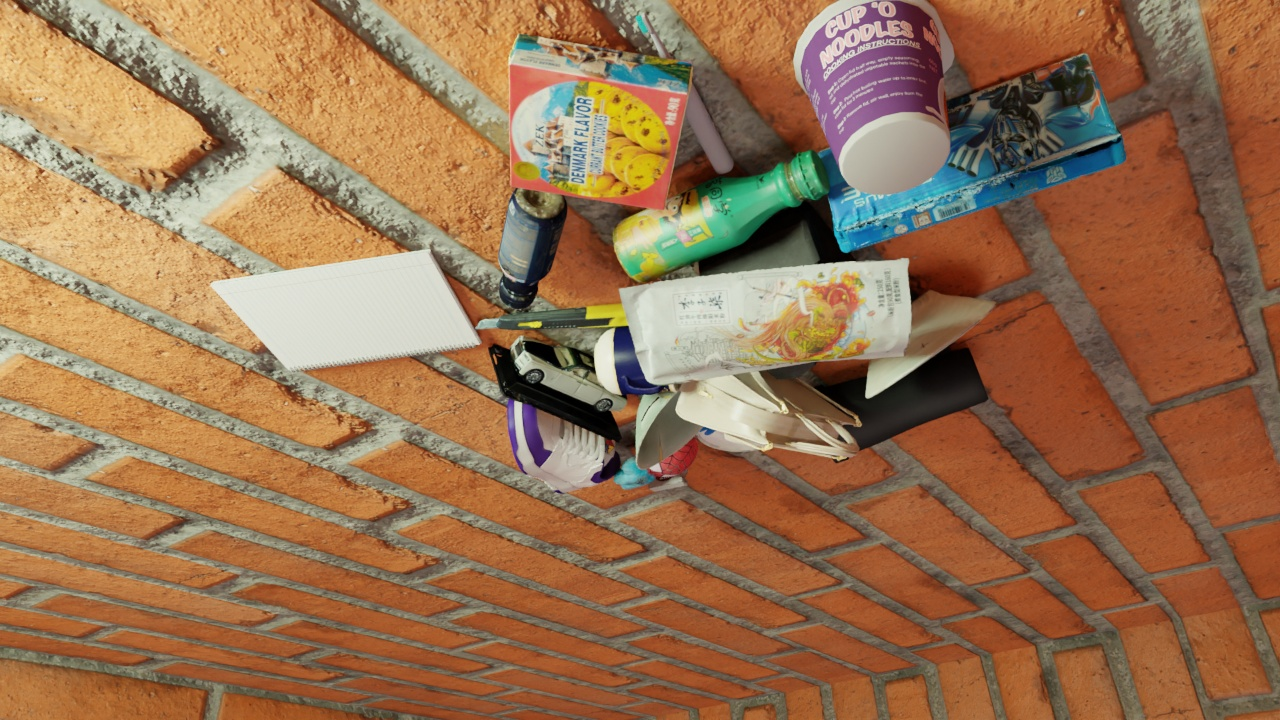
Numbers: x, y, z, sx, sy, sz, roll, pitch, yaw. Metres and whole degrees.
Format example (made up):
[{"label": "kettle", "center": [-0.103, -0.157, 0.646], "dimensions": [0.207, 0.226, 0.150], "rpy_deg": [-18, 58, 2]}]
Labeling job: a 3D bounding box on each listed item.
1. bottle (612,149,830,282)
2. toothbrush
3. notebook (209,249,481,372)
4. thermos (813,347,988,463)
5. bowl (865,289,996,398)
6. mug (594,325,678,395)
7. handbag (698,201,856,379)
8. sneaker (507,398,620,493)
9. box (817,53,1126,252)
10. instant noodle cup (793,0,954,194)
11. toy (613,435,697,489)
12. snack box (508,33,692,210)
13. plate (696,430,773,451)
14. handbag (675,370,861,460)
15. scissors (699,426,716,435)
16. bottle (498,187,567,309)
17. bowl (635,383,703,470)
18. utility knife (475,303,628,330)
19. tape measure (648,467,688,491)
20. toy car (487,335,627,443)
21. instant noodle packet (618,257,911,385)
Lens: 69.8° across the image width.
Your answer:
[{"label": "bottle", "center": [0.076, -0.139, 0.871], "dimensions": [0.210, 0.068, 0.068], "rpy_deg": [-20, 145, 29]}, {"label": "toothbrush", "center": [0.040, -0.224, 0.782], "dimensions": [0.019, 0.018, 0.188], "rpy_deg": [-11, 148, 22]}, {"label": "notebook", "center": [-0.324, -0.051, 1.041], "dimensions": [0.246, 0.013, 0.178], "rpy_deg": [-7, 146, 7]}, {"label": "thermos", "center": [0.329, 0.054, 1.191], "dimensions": [0.219, 0.105, 0.106], "rpy_deg": [-21, 145, 18]}, {"label": "bowl", "center": [0.311, -0.032, 1.042], "dimensions": [0.176, 0.058, 0.177], "rpy_deg": [-37, 174, -5]}, {"label": "mug", "center": [-0.006, 0.006, 1.070], "dimensions": [0.089, 0.111, 0.086], "rpy_deg": [-5, 125, 8]}, {"label": "handbag", "center": [0.135, -0.052, 0.991], "dimensions": [0.200, 0.102, 0.197], "rpy_deg": [-22, 144, 28]}, {"label": "sneaker", "center": [-0.097, 0.116, 1.261], "dimensions": [0.111, 0.091, 0.244], "rpy_deg": [-12, 151, 12]}, {"label": "box", "center": [0.283, -0.184, 0.814], "dimensions": [0.244, 0.091, 0.085], "rpy_deg": [-17, 125, 22]}, {"label": "instant noodle cup", "center": [0.198, -0.204, 0.730], "dimensions": [0.136, 0.121, 0.122], "rpy_deg": [4, 148, -11]}, {"label": "toy", "center": [0.022, 0.143, 1.319], "dimensions": [0.133, 0.062, 0.092], "rpy_deg": [-37, 134, 6]}, {"label": "snack box", "center": [-0.038, -0.198, 0.780], "dimensions": [0.145, 0.040, 0.143], "rpy_deg": [9, 149, -2]}, {"label": "plate", "center": [0.156, 0.091, 1.310], "dimensions": [0.157, 0.014, 0.157], "rpy_deg": [-2, 149, -1]}, {"label": "handbag", "center": [0.174, 0.070, 1.085], "dimensions": [0.194, 0.101, 0.198], "rpy_deg": [12, -169, -45]}, {"label": "scissors", "center": [0.120, 0.072, 1.250], "dimensions": [0.070, 0.022, 0.131], "rpy_deg": [22, 143, -37]}, {"label": "bottle", "center": [-0.112, -0.111, 0.918], "dimensions": [0.056, 0.056, 0.161], "rpy_deg": [5, 147, -14]}, {"label": "bowl", "center": [0.033, 0.056, 1.183], "dimensions": [0.174, 0.068, 0.174], "rpy_deg": [-39, 156, -21]}, {"label": "utility knife", "center": [-0.099, -0.047, 1.061], "dimensions": [0.188, 0.020, 0.029], "rpy_deg": [-4, 147, 3]}, {"label": "tape measure", "center": [0.043, 0.164, 1.374], "dimensions": [0.060, 0.062, 0.020], "rpy_deg": [-16, 147, 30]}, {"label": "toy car", "center": [-0.088, 0.024, 1.132], "dimensions": [0.191, 0.094, 0.071], "rpy_deg": [26, 113, -37]}, {"label": "instant noodle packet", "center": [0.124, -0.032, 0.898], "dimensions": [0.269, 0.057, 0.147], "rpy_deg": [-7, 136, 9]}]
